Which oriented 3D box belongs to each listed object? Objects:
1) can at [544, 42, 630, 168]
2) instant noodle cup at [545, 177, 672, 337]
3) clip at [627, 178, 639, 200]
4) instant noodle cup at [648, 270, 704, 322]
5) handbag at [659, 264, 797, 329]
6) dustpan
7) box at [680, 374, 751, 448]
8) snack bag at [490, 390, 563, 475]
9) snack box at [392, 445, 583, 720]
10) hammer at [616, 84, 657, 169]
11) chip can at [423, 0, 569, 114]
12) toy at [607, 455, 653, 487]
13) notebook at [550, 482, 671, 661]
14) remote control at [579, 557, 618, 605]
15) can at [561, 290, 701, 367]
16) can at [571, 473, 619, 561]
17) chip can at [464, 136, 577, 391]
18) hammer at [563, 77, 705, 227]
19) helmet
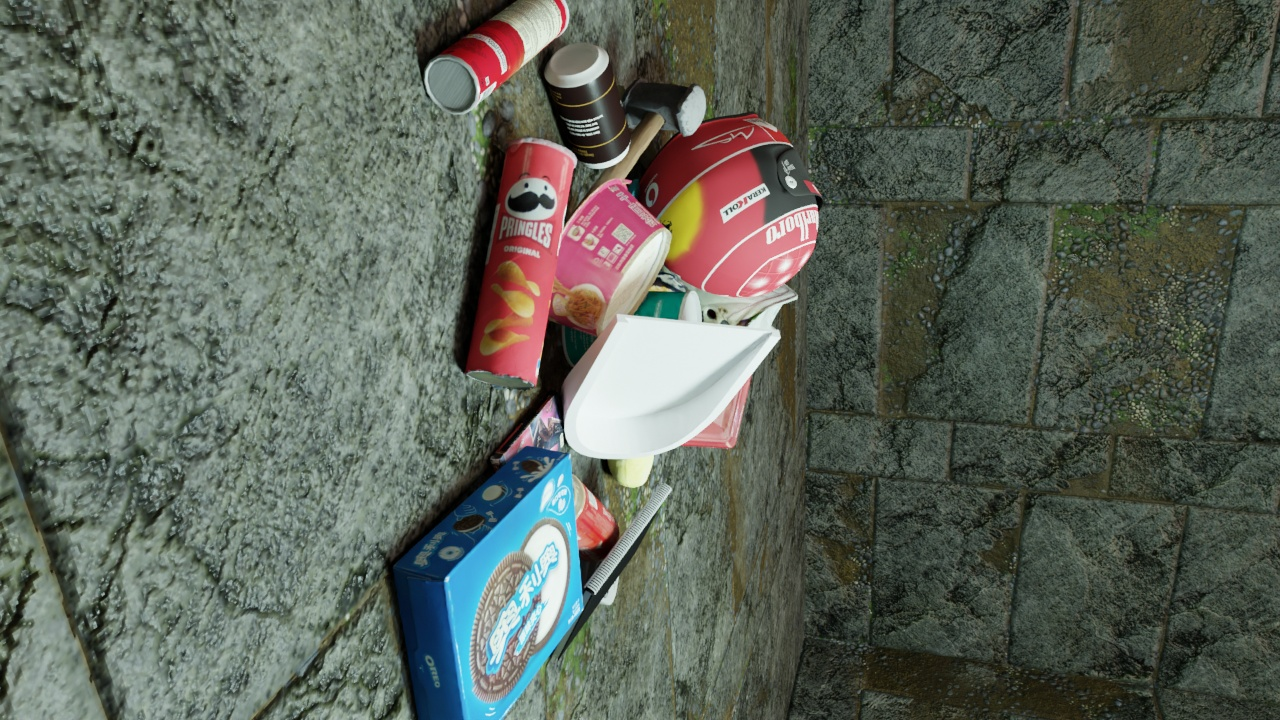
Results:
[{"bbox_3d":[-0.057,-0.282,1.020,0.129,0.072,0.071,70,29,-52],"label":"can"},{"bbox_3d":[-0.034,-0.099,0.992,0.178,0.078,0.179,-55,169,-16],"label":"instant noodle cup"},{"bbox_3d":[-0.047,-0.183,1.151,0.130,0.121,0.031,-112,-176,-52],"label":"clip"},{"bbox_3d":[0.022,-0.056,1.237,0.112,0.137,0.137,-46,137,-78],"label":"instant noodle cup"},{"bbox_3d":[0.112,-0.104,1.349,0.141,0.198,0.096,-21,146,-47],"label":"handbag"},{"bbox_3d":[0.014,0.041,1.042,0.259,0.191,0.053,133,-45,-53],"label":"dustpan"},{"bbox_3d":[0.059,0.036,1.385,0.146,0.156,0.157,7,103,-31],"label":"box"},{"bbox_3d":[-0.120,0.098,0.989,0.154,0.018,0.075,-54,144,-57],"label":"snack bag"},{"bbox_3d":[-0.133,0.219,0.877,0.238,0.056,0.196,-43,135,-58],"label":"snack box"},{"bbox_3d":[0.015,-0.283,1.296,0.323,0.051,0.117,44,54,-64],"label":"hammer"},{"bbox_3d":[-0.126,-0.287,0.835,0.214,0.052,0.052,-64,151,-50],"label":"chip can"},{"bbox_3d":[-0.010,0.093,1.258,0.154,0.065,0.170,-35,127,-75],"label":"toy"},{"bbox_3d":[-0.034,0.256,1.130,0.206,0.016,0.149,-46,165,-50],"label":"notebook"},{"bbox_3d":[-0.056,0.281,1.222,0.151,0.019,0.074,55,42,-63],"label":"remote control"},{"bbox_3d":[-0.009,-0.036,1.100,0.099,0.144,0.099,4,89,-72],"label":"can"},{"bbox_3d":[-0.074,0.184,1.066,0.170,0.067,0.067,60,37,-60],"label":"can"},{"bbox_3d":[-0.115,-0.090,0.877,0.073,0.073,0.232,41,55,-68],"label":"chip can"},{"bbox_3d":[-0.029,-0.221,1.077,0.327,0.098,0.052,-58,149,-29],"label":"hammer"},{"bbox_3d":[0.131,-0.196,1.225,0.270,0.224,0.198,-25,163,-42],"label":"helmet"}]
